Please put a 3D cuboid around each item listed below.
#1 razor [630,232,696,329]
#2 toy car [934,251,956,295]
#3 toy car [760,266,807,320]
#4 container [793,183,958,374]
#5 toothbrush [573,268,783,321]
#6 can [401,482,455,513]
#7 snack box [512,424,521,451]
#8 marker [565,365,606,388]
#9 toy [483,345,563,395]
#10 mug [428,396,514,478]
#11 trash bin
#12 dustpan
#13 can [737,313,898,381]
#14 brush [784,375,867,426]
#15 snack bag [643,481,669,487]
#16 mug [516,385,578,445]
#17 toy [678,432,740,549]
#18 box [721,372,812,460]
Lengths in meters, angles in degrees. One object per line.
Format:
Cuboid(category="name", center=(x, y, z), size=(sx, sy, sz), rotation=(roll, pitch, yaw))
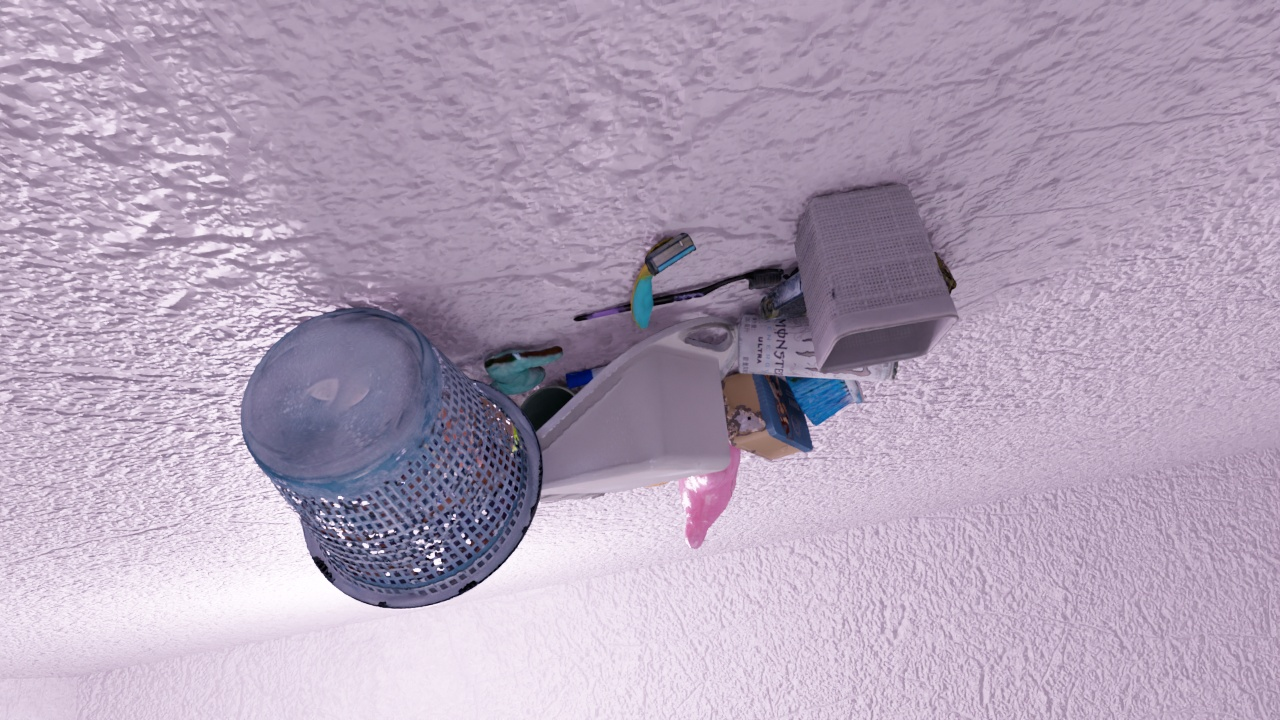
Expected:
Cuboid(category="razor", center=(0.009, -0.060, 0.744), size=(0.043, 0.028, 0.133), rotation=(-38, 168, -21))
Cuboid(category="toy car", center=(0.243, -0.060, 0.809), size=(0.070, 0.042, 0.158), rotation=(-31, 173, 22))
Cuboid(category="toy car", center=(0.149, -0.064, 0.797), size=(0.054, 0.036, 0.121), rotation=(-6, 166, -24))
Cuboid(category="container", center=(0.169, -0.062, 0.689), size=(0.090, 0.114, 0.090), rotation=(-10, 162, -4))
Cuboid(category="toothbrush", center=(0.032, -0.053, 0.798), size=(0.189, 0.016, 0.014), rotation=(-12, 162, 10))
Cuboid(category="can", center=(-0.237, 0.156, 1.144), size=(0.135, 0.053, 0.053), rotation=(-14, 162, 28))
Cuboid(category="snack box", center=(-0.176, 0.091, 1.087), size=(0.156, 0.026, 0.086), rotation=(-3, 160, -21))
Cuboid(category="marker", center=(-0.006, 0.006, 0.945), size=(0.146, 0.017, 0.017), rotation=(-13, 161, 7))
Cuboid(category="toy", center=(-0.116, 0.010, 0.879), size=(0.096, 0.030, 0.092), rotation=(-16, 163, 5))
Cuboid(category="mug", center=(-0.194, 0.078, 0.975), size=(0.106, 0.081, 0.114), rotation=(-16, -170, 22))
Cuboid(category="trash bin", center=(-0.210, 0.067, 0.753), size=(0.226, 0.226, 0.195), rotation=(-11, 149, 2))
Cuboid(category="dustpan", center=(-0.016, 0.055, 0.924), size=(0.258, 0.142, 0.222), rotation=(-14, 167, 29))
Cuboid(category="can", center=(0.166, -0.012, 0.866), size=(0.147, 0.058, 0.058), rotation=(4, 163, 8))
Cuboid(category="brush", center=(0.207, 0.002, 1.005), size=(0.109, 0.060, 0.314), rotation=(-21, 157, 13))
Cuboid(category="snack bag", center=(-0.015, 0.119, 1.153), size=(0.129, 0.073, 0.207), rotation=(-4, 169, 18))
Cuboid(category="mug", center=(-0.085, 0.073, 1.010), size=(0.112, 0.082, 0.106), rotation=(13, 176, 27))
Cuboid(category="toy", center=(0.089, 0.120, 1.153), size=(0.074, 0.178, 0.195), rotation=(11, 129, 2))
Cuboid(category="box", center=(0.153, 0.068, 1.104), size=(0.061, 0.089, 0.184), rotation=(-20, 162, 23))
